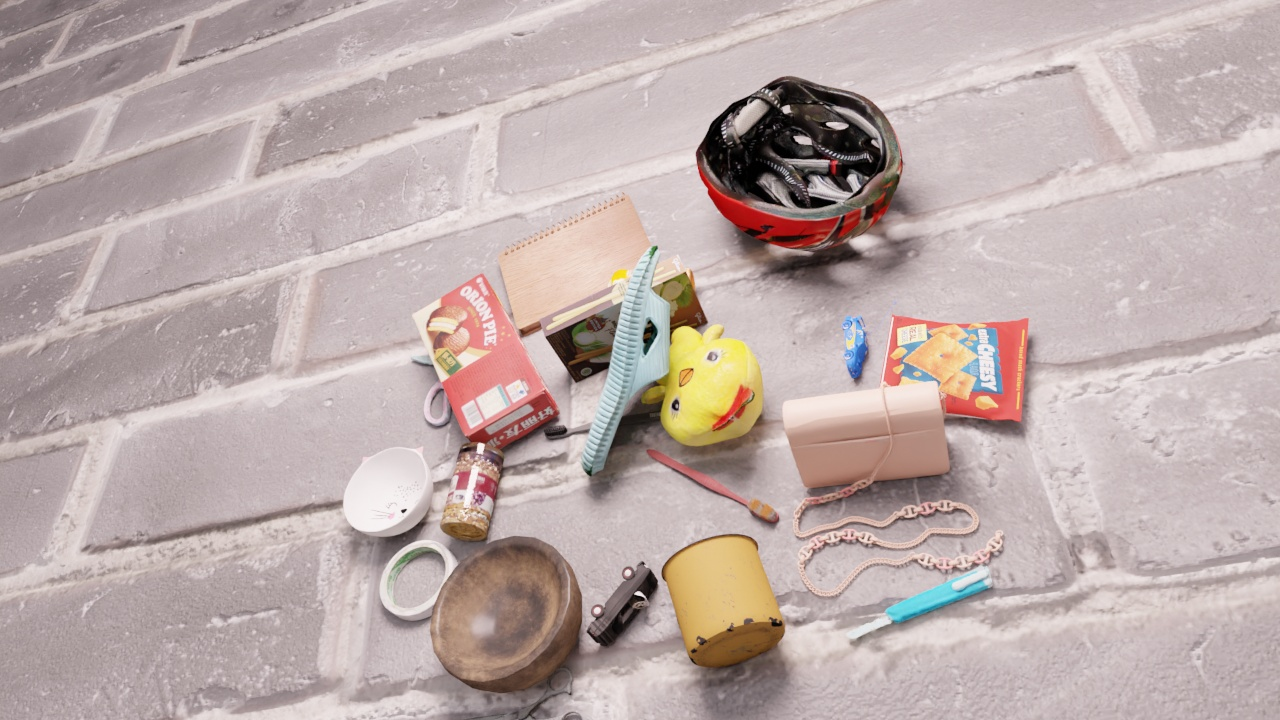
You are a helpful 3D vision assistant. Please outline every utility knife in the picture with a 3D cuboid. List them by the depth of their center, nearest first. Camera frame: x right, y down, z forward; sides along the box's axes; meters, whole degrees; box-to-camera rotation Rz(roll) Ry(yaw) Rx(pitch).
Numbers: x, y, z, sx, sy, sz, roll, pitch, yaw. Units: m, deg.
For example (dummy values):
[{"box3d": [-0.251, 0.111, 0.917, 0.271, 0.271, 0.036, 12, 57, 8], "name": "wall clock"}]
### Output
[{"box3d": [0.262, 0.230, 0.869, 0.149, 0.015, 0.022, -23, 41, 5], "name": "utility knife"}]

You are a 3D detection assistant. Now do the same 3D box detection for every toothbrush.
[{"box3d": [0.075, 0.135, 1.020, 0.184, 0.016, 0.015, 24, 74, 36], "name": "toothbrush"}, {"box3d": [-0.039, 0.076, 1.113, 0.167, 0.013, 0.012, -10, 52, 13], "name": "toothbrush"}]

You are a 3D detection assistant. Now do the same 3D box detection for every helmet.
[{"box3d": [0.199, -0.235, 1.140, 0.217, 0.167, 0.272, -44, 51, -12], "name": "helmet"}]

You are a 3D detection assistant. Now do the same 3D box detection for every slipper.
[{"box3d": [-0.006, 0.006, 1.044, 0.069, 0.116, 0.276, 15, 100, -4], "name": "slipper"}]

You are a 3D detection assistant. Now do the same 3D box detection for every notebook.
[{"box3d": [-0.091, -0.140, 1.288, 0.210, 0.022, 0.169, -24, 51, 5], "name": "notebook"}]

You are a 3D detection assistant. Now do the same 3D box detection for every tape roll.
[{"box3d": [-0.258, 0.255, 1.068, 0.094, 0.018, 0.093, -12, 52, 15], "name": "tape roll"}]

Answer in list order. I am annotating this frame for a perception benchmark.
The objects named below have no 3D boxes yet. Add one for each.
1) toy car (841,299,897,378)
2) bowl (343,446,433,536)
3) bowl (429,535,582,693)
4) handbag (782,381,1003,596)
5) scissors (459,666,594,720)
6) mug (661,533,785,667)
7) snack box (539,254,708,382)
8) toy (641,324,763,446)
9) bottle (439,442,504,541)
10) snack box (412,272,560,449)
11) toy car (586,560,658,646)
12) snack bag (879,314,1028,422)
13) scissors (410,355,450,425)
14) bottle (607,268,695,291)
[{"box3d": [0.264, -0.027, 1.044, 0.062, 0.033, 0.091, -11, 52, 23], "name": "toy car"}, {"box3d": [-0.302, 0.169, 1.129, 0.115, 0.050, 0.114, -11, 52, 15], "name": "bowl"}, {"box3d": [-0.133, 0.271, 0.963, 0.162, 0.070, 0.162, -14, 47, 15], "name": "bowl"}, {"box3d": [0.239, 0.115, 0.898, 0.199, 0.117, 0.186, -9, 53, 16], "name": "handbag"}, {"box3d": [-0.117, 0.370, 0.928, 0.159, 0.014, 0.120, -36, 50, -9], "name": "scissors"}, {"box3d": [0.075, 0.243, 0.895, 0.124, 0.100, 0.094, -53, 41, 36], "name": "mug"}, {"box3d": [-0.019, -0.049, 1.137, 0.186, 0.101, 0.031, -25, 50, 4], "name": "snack box"}, {"box3d": [0.071, 0.026, 1.056, 0.134, 0.092, 0.207, -49, 41, 6], "name": "toy"}, {"box3d": [-0.199, 0.156, 1.092, 0.056, 0.056, 0.105, -5, 54, 19], "name": "bottle"}, {"box3d": [-0.203, 0.001, 1.187, 0.113, 0.060, 0.236, -32, 53, -2], "name": "snack box"}, {"box3d": [-0.016, 0.254, 0.951, 0.037, 0.040, 0.092, 28, 68, 35], "name": "toy car"}, {"box3d": [0.336, 0.006, 0.988, 0.144, 0.039, 0.130, 4, 57, 24], "name": "snack bag"}, {"box3d": [-0.253, 0.018, 1.243, 0.171, 0.013, 0.174, 7, 59, 25], "name": "scissors"}, {"box3d": [0.015, -0.093, 1.183, 0.109, 0.063, 0.063, -8, 53, 14], "name": "bottle"}]
